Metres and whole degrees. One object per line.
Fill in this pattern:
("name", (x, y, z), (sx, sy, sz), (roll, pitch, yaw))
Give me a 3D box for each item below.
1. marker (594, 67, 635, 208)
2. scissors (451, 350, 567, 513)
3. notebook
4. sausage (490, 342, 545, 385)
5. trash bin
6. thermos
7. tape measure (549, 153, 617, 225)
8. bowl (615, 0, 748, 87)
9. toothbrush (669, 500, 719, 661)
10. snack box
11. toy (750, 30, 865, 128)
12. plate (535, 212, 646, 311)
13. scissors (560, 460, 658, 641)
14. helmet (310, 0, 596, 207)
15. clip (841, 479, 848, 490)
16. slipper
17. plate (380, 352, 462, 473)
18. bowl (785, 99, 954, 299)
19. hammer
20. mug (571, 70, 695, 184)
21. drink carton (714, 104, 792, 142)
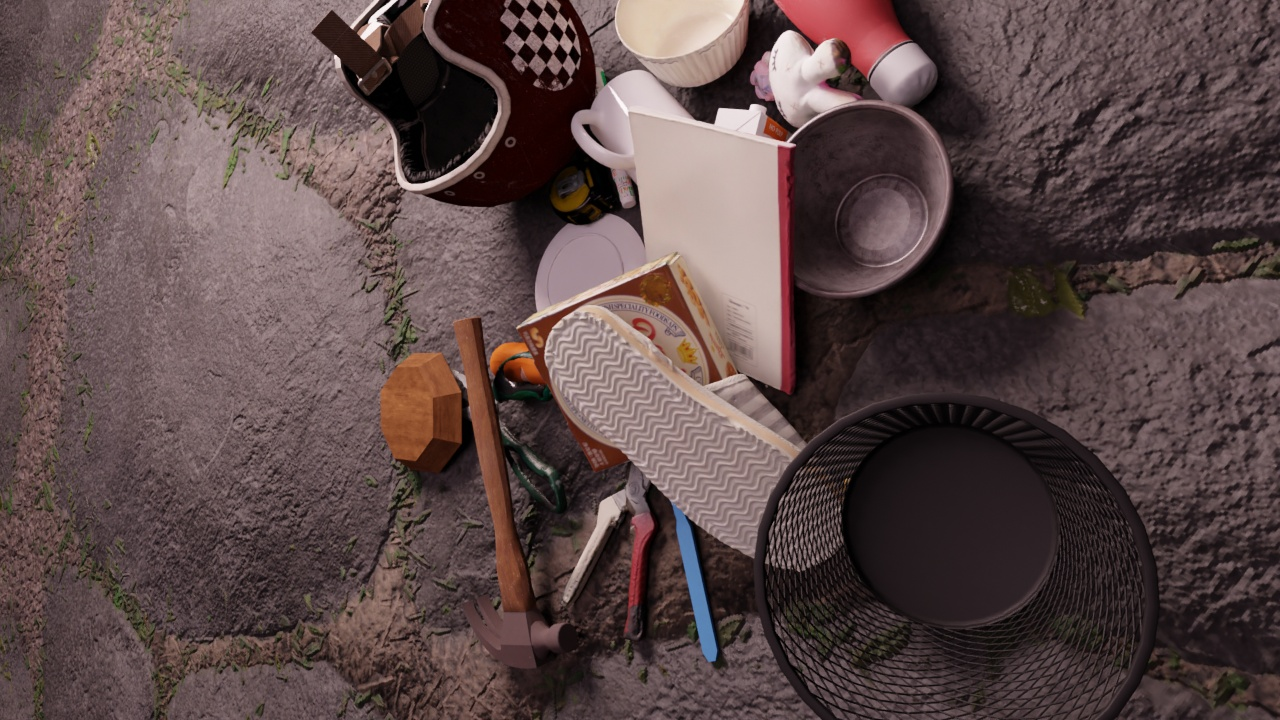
("marker", (-0.027, -0.210, 0.863), (0.017, 0.017, 0.145), (-24, 70, 30))
("scissors", (-0.122, 0.072, 0.875), (0.207, 0.015, 0.179), (-14, 96, 53))
("notebook", (0.057, -0.083, 0.711), (0.153, 0.012, 0.209), (26, 137, 37))
("sausage", (-0.075, 0.011, 0.853), (0.164, 0.039, 0.044), (14, 97, 35))
("trash bin", (0.179, 0.110, 0.540), (0.184, 0.210, 0.184), (-1, 88, 19))
("thermos", (0.148, -0.291, 0.720), (0.073, 0.073, 0.239), (-41, 69, 23))
("tape measure", (-0.057, -0.159, 0.863), (0.061, 0.034, 0.061), (-32, 57, 21))
("bowl", (0.042, -0.286, 0.785), (0.115, 0.062, 0.115), (-8, 66, 18))
("toothbrush", (0.044, 0.166, 0.768), (0.016, 0.014, 0.166), (-19, 77, 31))
("snack box", (-0.004, 0.004, 0.754), (0.147, 0.041, 0.143), (-21, 104, 23))
("toy", (0.128, -0.220, 0.728), (0.038, 0.079, 0.123), (-36, 31, -18))
("plate", (-0.051, -0.075, 0.865), (0.135, 0.011, 0.134), (-5, 80, 34))
("scissors", (-0.015, 0.153, 0.807), (0.180, 0.015, 0.186), (-36, 64, 26))
("helmet", (-0.160, -0.257, 0.813), (0.234, 0.253, 0.233), (6, 62, 50))
("clip", (0.181, 0.104, 0.680), (0.046, 0.037, 0.053), (-44, 59, 36))
("slipper", (0.043, 0.056, 0.706), (0.272, 0.053, 0.115), (37, 120, 3))
("plate", (-0.232, 0.055, 0.950), (0.132, 0.025, 0.131), (0, 91, 43))
("bowl", (0.168, -0.112, 0.684), (0.145, 0.067, 0.145), (-5, 80, 34))
("hammer", (-0.132, 0.121, 0.847), (0.116, 0.033, 0.323), (-12, 88, 38))
("mug", (-0.005, -0.192, 0.791), (0.090, 0.110, 0.074), (53, 139, 28))
("drink carton", (0.082, -0.143, 0.753), (0.040, 0.058, 0.122), (16, 93, 35))
